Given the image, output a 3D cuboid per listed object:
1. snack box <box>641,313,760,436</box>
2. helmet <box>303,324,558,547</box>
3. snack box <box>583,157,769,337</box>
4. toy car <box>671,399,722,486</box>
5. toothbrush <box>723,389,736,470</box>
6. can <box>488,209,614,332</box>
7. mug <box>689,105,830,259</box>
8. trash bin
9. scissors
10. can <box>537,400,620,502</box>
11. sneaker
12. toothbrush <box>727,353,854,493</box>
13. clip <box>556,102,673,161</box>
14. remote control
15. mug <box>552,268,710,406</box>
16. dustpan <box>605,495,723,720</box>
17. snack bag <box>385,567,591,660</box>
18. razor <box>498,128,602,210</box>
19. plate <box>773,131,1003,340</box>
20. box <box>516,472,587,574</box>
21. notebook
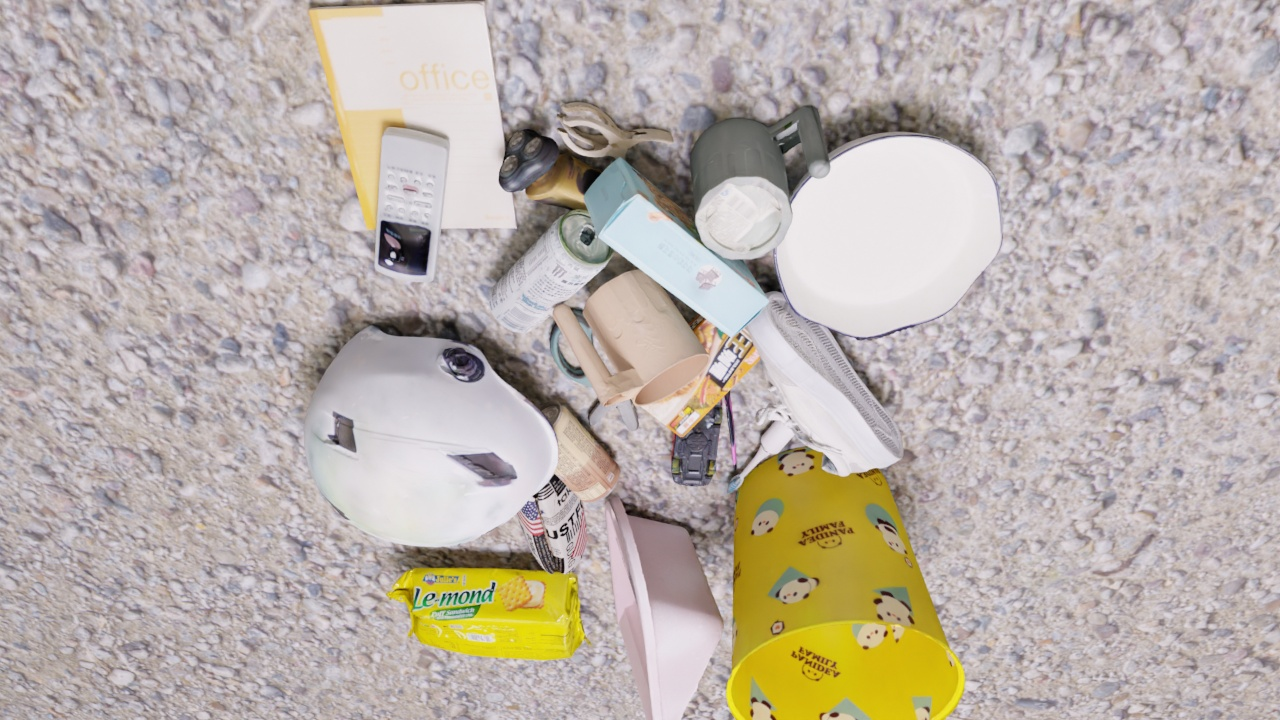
[{"bbox_3d":[0.065,0.000,0.918,0.075,0.026,0.154,38,104,-24],"label":"snack box"},{"bbox_3d":[-0.227,0.099,0.925,0.259,0.145,0.230,23,129,4],"label":"helmet"},{"bbox_3d":[0.032,-0.096,0.796,0.174,0.074,0.052,34,110,-33],"label":"snack box"},{"bbox_3d":[0.059,0.082,0.996,0.053,0.045,0.121,3,123,-4],"label":"toy car"},{"bbox_3d":[0.094,0.051,0.992,0.018,0.014,0.189,2,130,13],"label":"toothbrush"},{"bbox_3d":[-0.083,-0.078,0.836,0.058,0.058,0.147,30,144,-20],"label":"can"},{"bbox_3d":[0.100,-0.155,0.769,0.124,0.103,0.083,-30,122,24],"label":"mug"},{"bbox_3d":[0.200,0.246,0.989,0.229,0.254,0.230,1,129,1],"label":"trash bin"},{"bbox_3d":[-0.006,0.006,0.955,0.181,0.019,0.170,-16,125,13],"label":"scissors"},{"bbox_3d":[-0.075,0.102,1.008,0.059,0.058,0.116,-26,124,21],"label":"can"},{"bbox_3d":[0.160,0.030,0.904,0.091,0.089,0.242,-27,122,30],"label":"sneaker"},{"bbox_3d":[0.156,0.074,0.999,0.027,0.026,0.222,43,125,11],"label":"toothbrush"},{"bbox_3d":[-0.028,-0.187,0.795,0.099,0.034,0.066,21,126,-25],"label":"clip"},{"bbox_3d":[-0.209,-0.137,0.832,0.058,0.021,0.150,11,128,-6],"label":"remote control"},{"bbox_3d":[-0.011,-0.018,0.850,0.124,0.103,0.084,-17,157,-38],"label":"mug"},{"bbox_3d":[-0.014,0.293,1.068,0.138,0.222,0.274,13,116,-25],"label":"dustpan"},{"bbox_3d":[-0.187,0.325,1.166,0.246,0.068,0.158,2,142,1],"label":"snack bag"},{"bbox_3d":[-0.042,-0.149,0.812,0.167,0.062,0.068,22,156,-21],"label":"razor"},{"bbox_3d":[0.217,-0.114,0.825,0.205,0.045,0.205,-2,129,-3],"label":"plate"},{"bbox_3d":[-0.118,0.186,1.083,0.087,0.076,0.163,10,134,20],"label":"box"},{"bbox_3d":[-0.190,-0.204,0.797,0.146,0.010,0.207,0,129,3],"label":"notebook"}]
